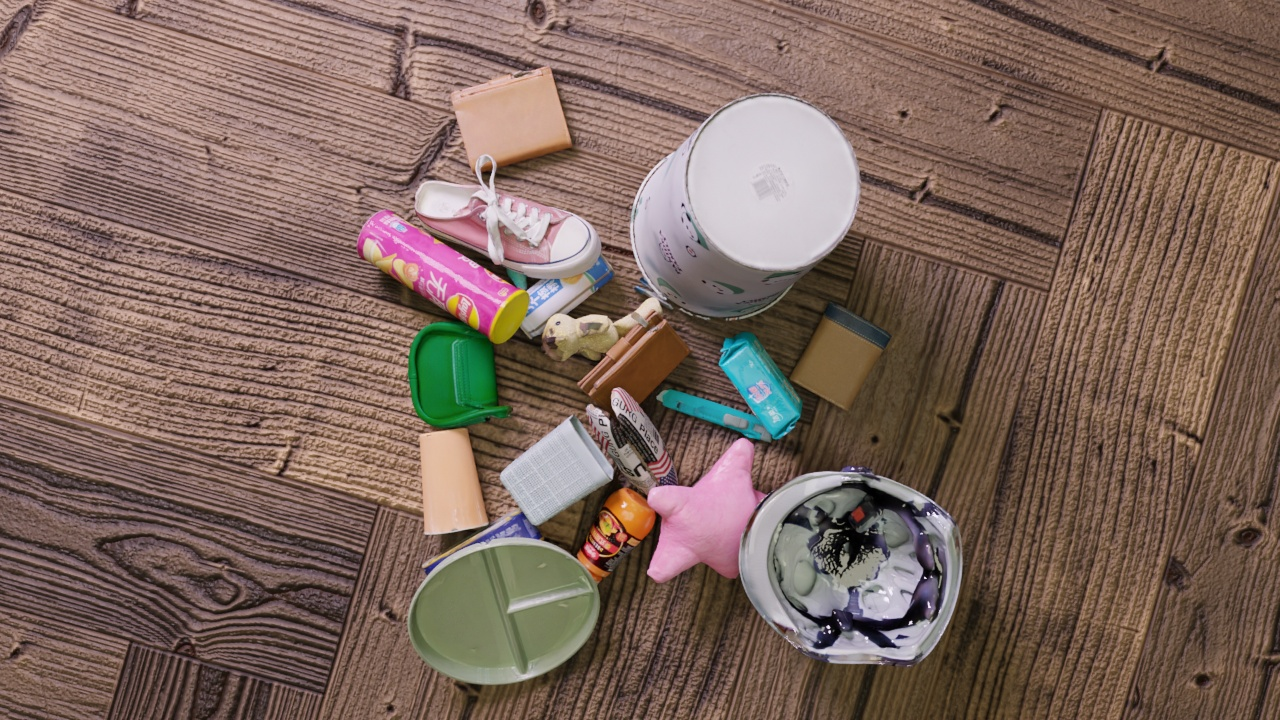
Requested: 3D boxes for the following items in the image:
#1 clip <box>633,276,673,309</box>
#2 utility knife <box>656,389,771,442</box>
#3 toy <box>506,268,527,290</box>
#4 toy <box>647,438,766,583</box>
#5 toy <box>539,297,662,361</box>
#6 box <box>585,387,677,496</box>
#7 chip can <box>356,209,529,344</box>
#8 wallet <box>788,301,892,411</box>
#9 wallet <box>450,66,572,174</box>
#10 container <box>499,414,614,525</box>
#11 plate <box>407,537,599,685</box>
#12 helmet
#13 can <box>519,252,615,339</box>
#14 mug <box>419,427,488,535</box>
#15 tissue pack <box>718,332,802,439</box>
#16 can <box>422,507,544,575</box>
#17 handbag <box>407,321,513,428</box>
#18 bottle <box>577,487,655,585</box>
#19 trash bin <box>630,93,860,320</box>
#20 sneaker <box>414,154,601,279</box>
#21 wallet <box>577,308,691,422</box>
[{"bbox_3d":[0.020,-0.085,1.158,0.058,0.026,0.038,32,82,-2],"label":"clip"},{"bbox_3d":[0.096,0.069,1.167,0.157,0.013,0.029,18,88,-2],"label":"utility knife"},{"bbox_3d":[-0.134,-0.145,1.151,0.092,0.030,0.096,-27,84,-6],"label":"toy"},{"bbox_3d":[0.086,0.206,1.130,0.194,0.075,0.178,-29,113,-20],"label":"toy"},{"bbox_3d":[-0.047,-0.040,1.124,0.157,0.105,0.066,-17,78,-19],"label":"toy"},{"bbox_3d":[0.004,0.101,1.114,0.082,0.075,0.163,-37,119,-12],"label":"box"},{"bbox_3d":[-0.238,-0.102,1.099,0.210,0.071,0.071,31,89,13],"label":"chip can"},{"bbox_3d":[0.253,-0.005,1.163,0.090,0.033,0.115,28,91,1],"label":"wallet"},{"bbox_3d":[-0.162,-0.301,1.146,0.132,0.031,0.108,-17,94,-2],"label":"wallet"},{"bbox_3d":[-0.104,0.136,1.125,0.111,0.090,0.090,-35,91,1],"label":"container"},{"bbox_3d":[-0.163,0.301,1.105,0.230,0.027,0.231,-6,120,-10],"label":"plate"},{"bbox_3d":[0.245,0.238,1.109,0.259,0.146,0.229,11,89,4],"label":"helmet"},{"bbox_3d":[-0.098,-0.086,1.139,0.134,0.053,0.053,-38,92,-1],"label":"can"},{"bbox_3d":[-0.234,0.147,1.130,0.078,0.078,0.122,-9,85,-2],"label":"mug"},{"bbox_3d":[0.146,0.026,1.128,0.050,0.093,0.133,-35,91,14],"label":"tissue pack"},{"bbox_3d":[-0.194,0.236,1.129,0.148,0.074,0.049,-30,89,0],"label":"can"},{"bbox_3d":[-0.221,0.017,1.128,0.120,0.068,0.131,-6,91,-2],"label":"handbag"},{"bbox_3d":[-0.044,0.232,1.144,0.067,0.066,0.149,35,96,-2],"label":"bottle"},{"bbox_3d":[0.118,-0.171,1.036,0.229,0.252,0.229,0,86,-8],"label":"trash bin"},{"bbox_3d":[-0.166,-0.168,1.098,0.241,0.088,0.118,19,75,9],"label":"sneaker"},{"bbox_3d":[-0.007,0.007,1.119,0.130,0.119,0.035,-45,51,-1],"label":"wallet"}]
